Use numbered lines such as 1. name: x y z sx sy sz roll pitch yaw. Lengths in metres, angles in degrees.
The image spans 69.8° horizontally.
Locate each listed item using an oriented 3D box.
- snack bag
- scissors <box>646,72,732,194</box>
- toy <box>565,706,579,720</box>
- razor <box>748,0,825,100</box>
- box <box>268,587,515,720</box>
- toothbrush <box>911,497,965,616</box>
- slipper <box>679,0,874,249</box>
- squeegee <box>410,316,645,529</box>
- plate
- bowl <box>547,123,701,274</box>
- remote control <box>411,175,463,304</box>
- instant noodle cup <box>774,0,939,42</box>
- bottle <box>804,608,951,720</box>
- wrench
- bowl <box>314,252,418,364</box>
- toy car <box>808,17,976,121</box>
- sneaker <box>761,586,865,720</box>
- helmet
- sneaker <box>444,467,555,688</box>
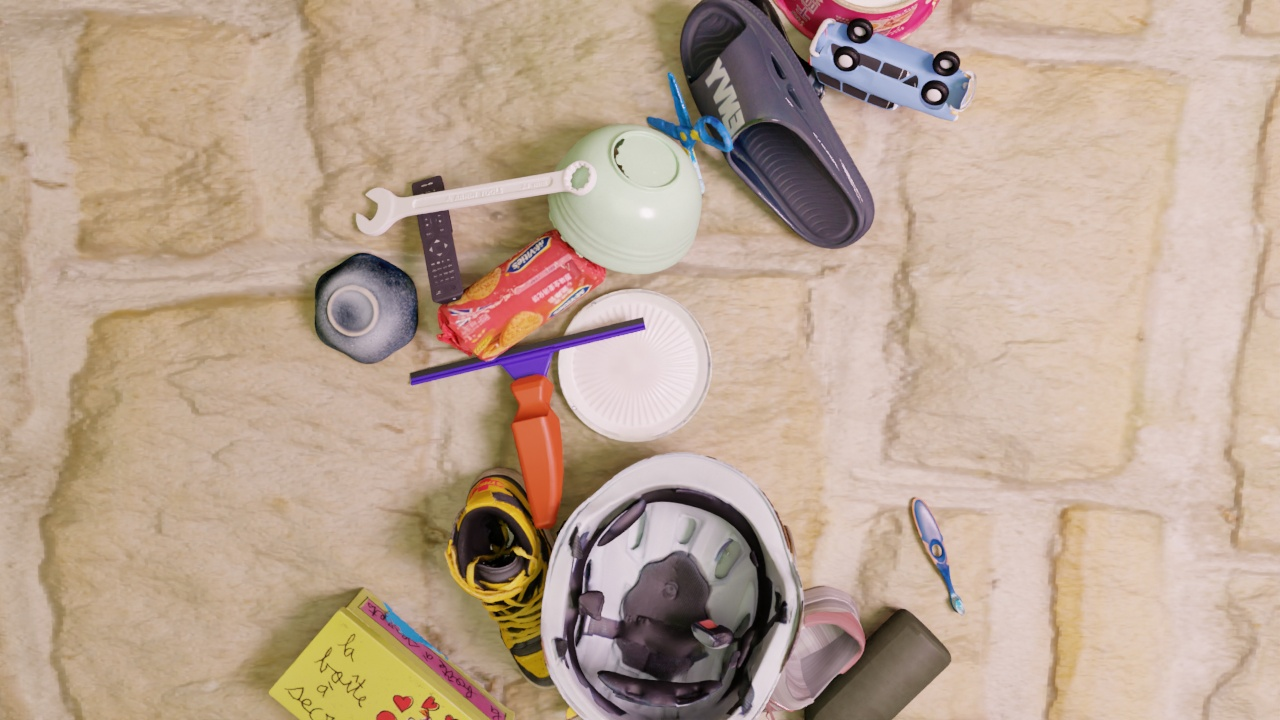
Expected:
1. snack bag: -0.116 -0.067 0.898 0.176 0.082 0.082 -34 95 4
2. scissors: 0.047 -0.212 0.874 0.013 0.125 0.130 -31 133 -23
3. toy: -0.027 0.364 0.955 0.106 0.067 0.137 -10 88 10
4. razor: 0.130 -0.302 0.884 0.063 0.053 0.140 -28 90 -34
5. box: -0.252 0.353 0.944 0.221 0.082 0.124 43 95 -5
6. toothbrush: 0.311 0.205 0.955 0.021 0.017 0.135 -23 96 1
7. slipper: 0.114 -0.206 0.857 0.268 0.111 0.083 53 51 -10
8. squeegee: -0.101 0.073 0.897 0.250 0.055 0.184 -13 65 10
9. plate: -0.006 0.005 0.935 0.157 0.014 0.157 0 97 1
10. bowl: -0.006 -0.162 0.849 0.150 0.077 0.150 8 60 -15
11. remote control: -0.196 -0.117 0.891 0.032 0.015 0.136 -16 68 3
12. instant noodle cup: 0.213 -0.388 0.857 0.178 0.077 0.178 0 97 0
13. bottle: 0.223 0.351 0.945 0.071 0.071 0.207 44 95 -4
14. wrench: -0.161 -0.153 0.860 0.274 0.009 0.047 -3 81 27
15. bowl: -0.278 -0.050 0.910 0.110 0.055 0.110 0 97 -1
16. toy car: 0.229 -0.263 0.842 0.153 0.055 0.056 24 60 7
17. sneaker: 0.125 0.320 0.932 0.236 0.089 0.099 -33 95 4
18. helmet: 0.027 0.229 0.884 0.236 0.164 0.263 14 73 1
19. sneaker: -0.121 0.231 0.908 0.086 0.122 0.238 -18 95 3
